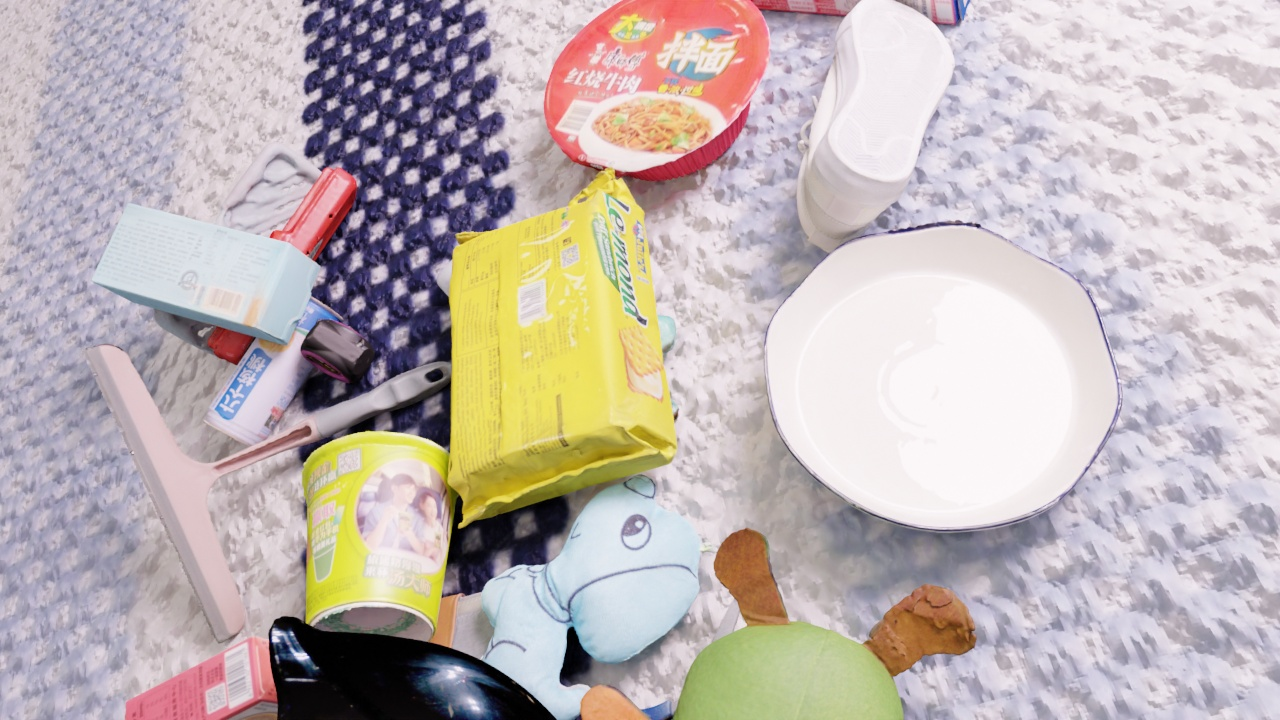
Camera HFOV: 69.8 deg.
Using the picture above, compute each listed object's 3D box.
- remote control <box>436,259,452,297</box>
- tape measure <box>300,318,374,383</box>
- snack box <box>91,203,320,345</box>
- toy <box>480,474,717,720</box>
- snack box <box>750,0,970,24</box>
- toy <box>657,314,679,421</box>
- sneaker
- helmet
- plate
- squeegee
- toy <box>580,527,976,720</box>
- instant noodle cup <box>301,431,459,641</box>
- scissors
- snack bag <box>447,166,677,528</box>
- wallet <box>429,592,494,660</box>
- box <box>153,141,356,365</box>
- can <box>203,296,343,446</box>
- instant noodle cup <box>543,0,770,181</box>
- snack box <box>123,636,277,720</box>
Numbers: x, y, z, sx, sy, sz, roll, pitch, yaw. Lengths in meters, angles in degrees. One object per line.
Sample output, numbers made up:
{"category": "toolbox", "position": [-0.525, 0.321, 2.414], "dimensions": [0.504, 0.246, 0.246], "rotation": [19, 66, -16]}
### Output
{"category": "remote control", "position": [-0.115, -0.047, 0.750], "dimensions": [0.056, 0.020, 0.136], "rotation": [-44, 56, -4]}
{"category": "tape measure", "position": [-0.252, -0.010, 0.766], "dimensions": [0.057, 0.058, 0.039], "rotation": [33, 69, -12]}
{"category": "snack box", "position": [-0.360, -0.072, 0.761], "dimensions": [0.175, 0.051, 0.074], "rotation": [15, 76, 16]}
{"category": "toy", "position": [-0.027, 0.148, 0.587], "dimensions": [0.156, 0.050, 0.161], "rotation": [-5, 57, 6]}
{"category": "snack box", "position": [0.167, -0.321, 0.752], "dimensions": [0.208, 0.058, 0.057], "rotation": [18, 75, 29]}
{"category": "toy", "position": [-0.004, 0.004, 0.673], "dimensions": [0.096, 0.030, 0.092], "rotation": [26, 81, 24]}
{"category": "sneaker", "position": [0.165, -0.172, 0.671], "dimensions": [0.089, 0.091, 0.241], "rotation": [22, 52, 1]}
{"category": "helmet", "position": [-0.124, 0.264, 0.468], "dimensions": [0.230, 0.234, 0.274], "rotation": [-3, 64, -13]}
{"category": "plate", "position": [0.180, 0.011, 0.566], "dimensions": [0.205, 0.045, 0.204], "rotation": [-6, 61, 10]}
{"category": "squeegee", "position": [-0.264, 0.056, 0.732], "dimensions": [0.249, 0.040, 0.247], "rotation": [-24, 91, -8]}
{"category": "toy", "position": [0.073, 0.222, 0.491], "dimensions": [0.227, 0.090, 0.246], "rotation": [18, 76, 19]}
{"category": "instant noodle cup", "position": [-0.177, 0.129, 0.616], "dimensions": [0.112, 0.112, 0.123], "rotation": [-20, 46, 12]}
{"category": "scissors", "position": [0.028, 0.221, 0.556], "dimensions": [0.162, 0.012, 0.163], "rotation": [-17, 57, 13]}
{"category": "snack bag", "position": [-0.067, -0.015, 0.654], "dimensions": [0.158, 0.068, 0.246], "rotation": [-19, 59, 20]}
{"category": "wallet", "position": [-0.129, 0.210, 0.614], "dimensions": [0.130, 0.037, 0.106], "rotation": [-18, 59, 13]}
{"category": "box", "position": [-0.351, -0.101, 0.831], "dimensions": [0.098, 0.095, 0.201], "rotation": [31, 76, -13]}
{"category": "can", "position": [-0.314, 0.007, 0.787], "dimensions": [0.053, 0.053, 0.134], "rotation": [20, 73, 30]}
{"category": "instant noodle cup", "position": [0.018, -0.218, 0.756], "dimensions": [0.194, 0.066, 0.193], "rotation": [-10, 60, 17]}
{"category": "snack box", "position": [-0.268, 0.237, 0.612], "dimensions": [0.127, 0.113, 0.044], "rotation": [-28, 58, 8]}
